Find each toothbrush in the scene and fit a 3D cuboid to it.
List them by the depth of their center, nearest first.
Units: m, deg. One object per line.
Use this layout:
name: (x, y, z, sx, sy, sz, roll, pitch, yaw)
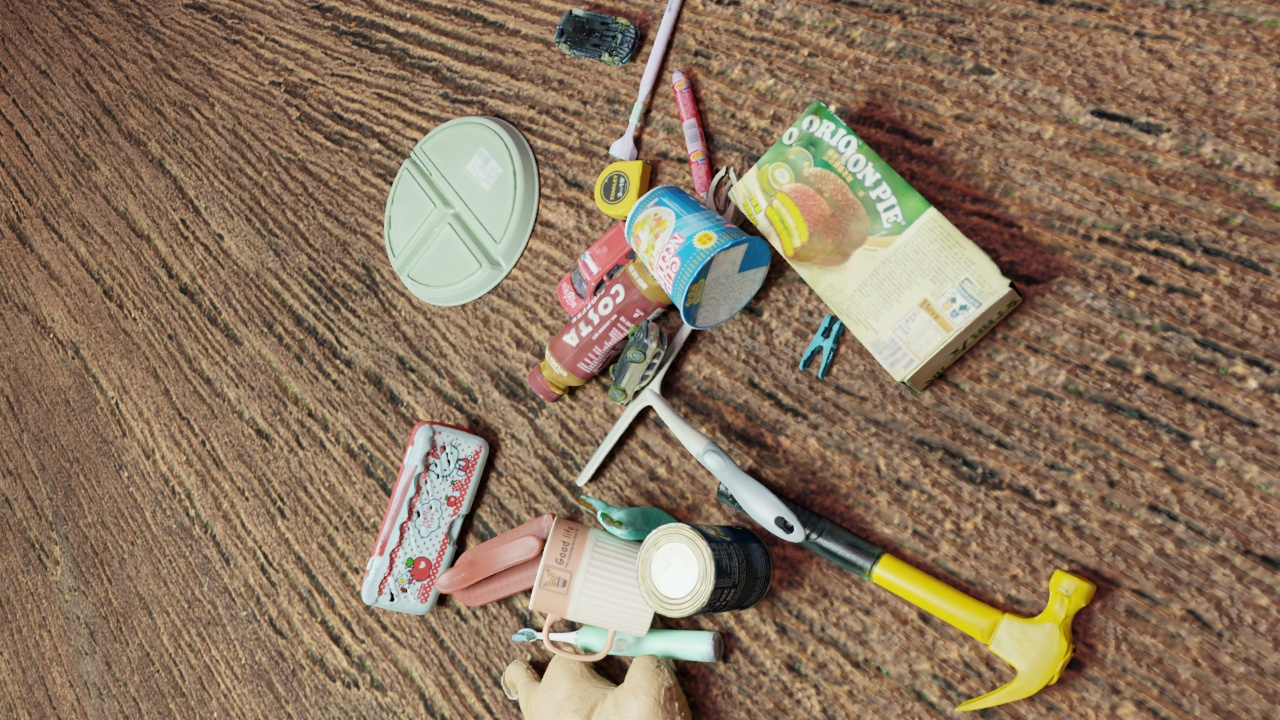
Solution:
toothbrush: (-0.027, 0.260, 0.854, 0.225, 0.027, 0.026, -7, 88, 31)
toothbrush: (0.011, -0.296, 0.944, 0.029, 0.021, 0.189, 19, 90, -4)

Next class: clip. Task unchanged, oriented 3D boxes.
clip: (0.159, -0.013, 0.797, 0.041, 0.014, 0.056, 25, 94, 33)
clip: (0.083, -0.130, 0.858, 0.064, 0.034, 0.098, 12, 92, 33)

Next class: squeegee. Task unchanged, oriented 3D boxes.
squeegee: (0.055, 0.076, 0.797, 0.247, 0.039, 0.246, -56, 45, 11)

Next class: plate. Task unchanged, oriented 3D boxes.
plate: (-0.214, -0.177, 1.060, 0.231, 0.027, 0.230, -6, 78, 31)

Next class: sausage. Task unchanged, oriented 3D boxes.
sausage: (0.052, -0.224, 0.903, 0.020, 0.020, 0.155, -20, 71, 28)

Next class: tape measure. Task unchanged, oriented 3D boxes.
tape measure: (-0.017, -0.172, 0.931, 0.057, 0.029, 0.060, 5, 83, 32)

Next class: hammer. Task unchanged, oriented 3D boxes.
hammer: (0.189, 0.165, 0.732, 0.301, 0.032, 0.129, 26, 94, 33)

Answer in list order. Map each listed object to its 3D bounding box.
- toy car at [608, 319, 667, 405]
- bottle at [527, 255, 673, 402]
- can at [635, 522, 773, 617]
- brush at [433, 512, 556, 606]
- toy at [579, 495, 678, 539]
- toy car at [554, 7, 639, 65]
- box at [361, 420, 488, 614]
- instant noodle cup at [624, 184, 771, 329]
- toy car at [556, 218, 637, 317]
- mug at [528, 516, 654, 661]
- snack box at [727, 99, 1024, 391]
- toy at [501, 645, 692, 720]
toy car: (-0.005, 0.005, 0.868, 0.042, 0.035, 0.091, -86, 21, -52)
bottle: (-0.040, -0.028, 0.900, 0.175, 0.057, 0.057, -43, 61, 18)
can: (0.054, 0.175, 0.768, 0.075, 0.111, 0.075, -7, 77, 31)
brush: (-0.137, 0.203, 0.910, 0.146, 0.069, 0.063, -26, 67, 26)
toy: (-0.007, 0.143, 0.826, 0.096, 0.091, 0.030, 19, 90, 37)
toy car: (-0.046, -0.345, 0.981, 0.106, 0.031, 0.049, 26, 94, 32)
box: (-0.226, 0.166, 0.961, 0.068, 0.090, 0.201, 20, 92, 42)
instant noodle cup: (0.044, -0.099, 0.818, 0.099, 0.099, 0.110, -52, 57, 14)
toy car: (-0.038, -0.092, 0.920, 0.121, 0.045, 0.053, -44, 60, 21)
mug: (-0.041, 0.208, 0.812, 0.106, 0.082, 0.114, 16, 74, 0)
snack box: (0.189, -0.098, 0.765, 0.115, 0.063, 0.240, -46, 60, 16)
toy: (-0.053, 0.333, 0.831, 0.226, 0.082, 0.143, -6, 73, 35)
